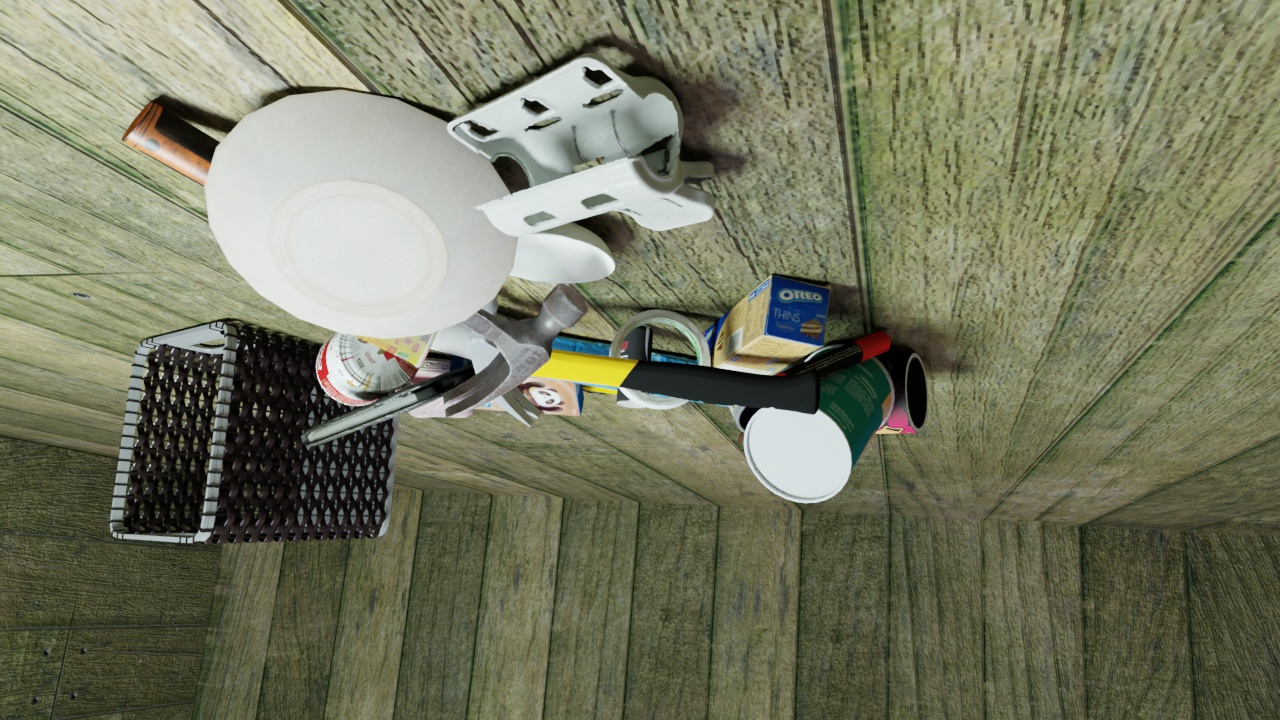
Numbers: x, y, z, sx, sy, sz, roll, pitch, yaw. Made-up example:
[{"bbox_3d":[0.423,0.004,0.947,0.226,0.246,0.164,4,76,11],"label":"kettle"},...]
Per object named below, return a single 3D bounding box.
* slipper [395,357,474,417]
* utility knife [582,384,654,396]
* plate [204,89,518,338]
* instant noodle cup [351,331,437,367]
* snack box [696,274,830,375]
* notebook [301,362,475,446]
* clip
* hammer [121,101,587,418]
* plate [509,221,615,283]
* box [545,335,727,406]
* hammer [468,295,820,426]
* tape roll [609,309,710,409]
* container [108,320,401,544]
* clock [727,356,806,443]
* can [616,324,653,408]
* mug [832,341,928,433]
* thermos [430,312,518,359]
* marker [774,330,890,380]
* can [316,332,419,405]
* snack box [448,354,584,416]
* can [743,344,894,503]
[{"bbox_3d":[-0.261,0.045,1.202,0.094,0.064,0.239,3,168,7],"label":"slipper"},{"bbox_3d":[-0.055,0.033,1.143,0.217,0.019,0.030,11,178,29],"label":"utility knife"},{"bbox_3d":[-0.172,-0.075,0.568,0.188,0.027,0.189,-2,135,-2],"label":"plate"},{"bbox_3d":[-0.214,-0.058,0.726,0.112,0.100,0.101,19,162,-21],"label":"instant noodle cup"},{"bbox_3d":[0.105,-0.020,0.839,0.056,0.057,0.207,11,166,-11],"label":"snack box"},{"bbox_3d":[-0.225,0.034,0.964,0.170,0.029,0.208,-21,-174,25],"label":"notebook"},{"bbox_3d":[-0.022,-0.097,0.519,0.127,0.099,0.152,-5,153,43],"label":"clip"},{"bbox_3d":[-0.195,-0.064,0.630,0.314,0.035,0.138,32,112,-35],"label":"hammer"},{"bbox_3d":[-0.069,-0.086,0.685,0.104,0.026,0.104,5,166,1],"label":"plate"},{"bbox_3d":[-0.008,0.020,1.037,0.231,0.054,0.093,10,166,-21],"label":"box"},{"bbox_3d":[-0.004,0.012,0.812,0.324,0.127,0.029,7,-153,18],"label":"hammer"},{"bbox_3d":[0.018,-0.001,0.859,0.094,0.093,0.018,6,166,-7],"label":"tape roll"},{"bbox_3d":[-0.475,0.106,1.156,0.248,0.245,0.243,-7,166,39],"label":"container"},{"bbox_3d":[0.141,0.029,0.987,0.104,0.056,0.148,-11,144,-4],"label":"clock"},{"bbox_3d":[-0.005,0.005,0.919,0.031,0.080,0.031,4,167,1],"label":"can"},{"bbox_3d":[0.232,0.024,0.948,0.098,0.081,0.118,-4,136,32],"label":"mug"},{"bbox_3d":[-0.192,-0.036,0.871,0.224,0.052,0.052,17,161,-42],"label":"thermos"},{"bbox_3d":[0.174,0.002,0.835,0.144,0.021,0.024,-20,177,-34],"label":"marker"},{"bbox_3d":[-0.289,-0.002,0.972,0.086,0.086,0.117,12,165,-27],"label":"can"},{"bbox_3d":[-0.147,0.028,1.108,0.151,0.034,0.087,4,147,5],"label":"snack box"},{"bbox_3d":[0.172,0.056,0.866,0.099,0.099,0.143,-4,-161,32],"label":"can"}]
